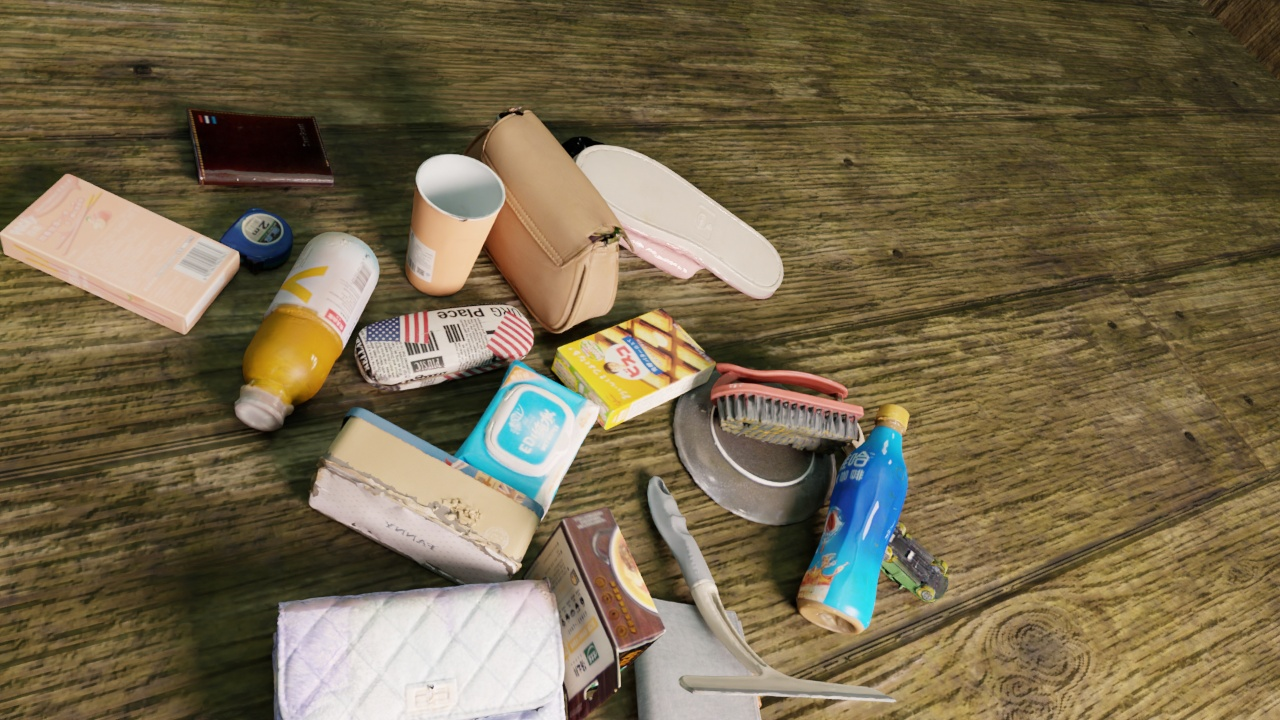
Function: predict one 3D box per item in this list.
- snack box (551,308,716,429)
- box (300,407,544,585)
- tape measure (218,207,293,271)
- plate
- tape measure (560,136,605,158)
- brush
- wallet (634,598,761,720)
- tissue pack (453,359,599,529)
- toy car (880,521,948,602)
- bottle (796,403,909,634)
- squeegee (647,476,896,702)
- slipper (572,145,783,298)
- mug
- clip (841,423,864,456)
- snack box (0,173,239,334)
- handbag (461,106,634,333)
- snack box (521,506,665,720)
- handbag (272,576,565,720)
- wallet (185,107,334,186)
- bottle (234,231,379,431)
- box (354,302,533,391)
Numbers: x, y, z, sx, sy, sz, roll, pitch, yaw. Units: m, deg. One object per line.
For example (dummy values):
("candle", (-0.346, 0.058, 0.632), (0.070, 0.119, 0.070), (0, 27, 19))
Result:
("snack box", (-0.005, 0.005, 0.885), (0.140, 0.034, 0.087), (-24, 60, -36))
("box", (-0.170, 0.108, 0.700), (0.184, 0.090, 0.059), (32, 50, -6))
("tape measure", (-0.341, -0.107, 0.823), (0.054, 0.025, 0.058), (28, 53, -6))
("plate", (0.117, 0.077, 0.903), (0.179, 0.024, 0.179), (12, 52, -16))
("tape measure", (-0.067, -0.217, 1.012), (0.057, 0.058, 0.039), (-2, 55, -54))
("brush", (0.135, 0.042, 0.881), (0.145, 0.063, 0.069), (12, 62, -15))
("wallet", (0.044, 0.256, 0.724), (0.106, 0.037, 0.129), (13, 40, -17))
("tissue pack", (-0.099, 0.069, 0.780), (0.090, 0.063, 0.139), (29, 49, -3))
("toy car", (0.251, 0.191, 0.872), (0.091, 0.036, 0.043), (41, 48, 9))
("bottle", (0.205, 0.137, 0.839), (0.065, 0.065, 0.218), (28, 64, -4))
("squeegee", (0.058, 0.188, 0.754), (0.246, 0.039, 0.246), (20, 23, -42))
("slipper", (0.038, -0.145, 1.009), (0.274, 0.055, 0.114), (26, 51, -20))
("mug", (-0.177, -0.118, 0.843), (0.078, 0.123, 0.078), (13, 50, -16))
("clip", (0.235, 0.104, 0.934), (0.092, 0.035, 0.102), (17, 42, -8))
("snack box", (-0.430, -0.090, 0.767), (0.157, 0.026, 0.084), (25, 49, -6))
("handbag", (-0.091, -0.135, 0.880), (0.099, 0.148, 0.204), (-28, 75, -36))
("snack box", (-0.038, 0.192, 0.684), (0.053, 0.114, 0.125), (-12, 62, -32))
("handbag", (-0.146, 0.223, 0.624), (0.193, 0.076, 0.134), (0, 69, -24))
("wallet", (-0.368, -0.205, 0.889), (0.122, 0.020, 0.096), (-5, 58, -31))
("bottle", (-0.278, -0.026, 0.764), (0.068, 0.068, 0.189), (21, 50, -10))
("box", (-0.174, -0.012, 0.826), (0.164, 0.058, 0.071), (-10, 44, -32))
